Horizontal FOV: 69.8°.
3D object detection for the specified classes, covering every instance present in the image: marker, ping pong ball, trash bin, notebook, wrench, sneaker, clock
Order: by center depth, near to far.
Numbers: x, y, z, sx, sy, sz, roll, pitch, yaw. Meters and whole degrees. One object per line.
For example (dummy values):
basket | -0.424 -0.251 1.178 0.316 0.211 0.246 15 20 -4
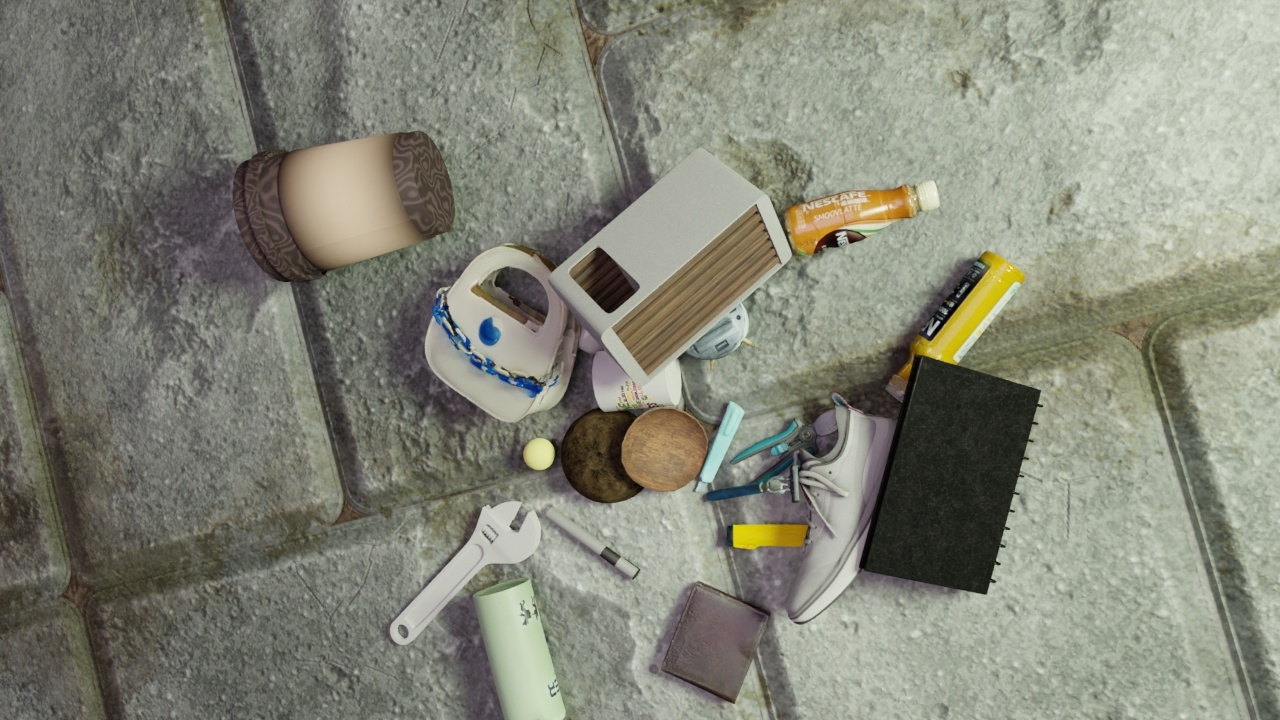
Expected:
notebook | 0.336 0.125 0.979 0.169 0.019 0.231 15 91 -19
trash bin | 0.034 -0.103 1.017 0.229 0.114 0.114 -41 52 -3
sneaker | 0.212 0.165 1.025 0.129 0.096 0.263 29 91 15
clock | 0.077 -0.057 1.087 0.090 0.052 0.129 -31 84 15
marker | -0.062 0.229 1.155 0.140 0.016 0.016 33 100 13
ping pong ball | -0.128 0.118 1.158 0.040 0.040 0.040 0 91 16
wrench | -0.233 0.288 1.207 0.086 0.018 0.274 44 104 9

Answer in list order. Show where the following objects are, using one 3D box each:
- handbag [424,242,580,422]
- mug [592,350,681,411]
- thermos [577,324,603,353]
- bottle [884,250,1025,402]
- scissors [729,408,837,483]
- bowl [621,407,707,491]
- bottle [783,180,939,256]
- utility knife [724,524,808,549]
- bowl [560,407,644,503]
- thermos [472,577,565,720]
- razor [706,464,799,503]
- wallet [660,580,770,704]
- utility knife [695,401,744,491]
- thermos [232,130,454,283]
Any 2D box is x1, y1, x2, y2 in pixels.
handbag | -0.164 -0.039 1.113 0.201 0.092 0.200 29 110 23
mug | -0.006 0.006 1.097 0.090 0.073 0.105 -6 105 16
thermos | -0.012 -0.108 1.112 0.052 0.052 0.224 36 101 12
bottle | 0.342 -0.031 1.010 0.053 0.053 0.186 38 102 12
scissors | 0.171 0.098 1.081 0.148 0.019 0.132 14 96 16
bowl | 0.025 0.104 1.100 0.114 0.026 0.102 28 91 -27
bottle | 0.248 -0.164 1.030 0.167 0.059 0.059 -14 87 16
utility knife | 0.202 0.207 1.075 0.207 0.018 0.030 -2 95 16
bowl | -0.047 0.119 1.126 0.121 0.056 0.121 0 92 16
thermos | -0.145 0.396 1.149 0.082 0.082 0.231 -16 87 16
razor | 0.126 0.149 1.058 0.144 0.022 0.042 -19 65 49
wallet | 0.091 0.339 1.108 0.099 0.031 0.120 21 95 12
utility knife | 0.094 0.107 1.106 0.022 0.015 0.120 23 98 -1
thermos | -0.366 -0.201 1.161 0.226 0.172 0.172 -11 88 10
